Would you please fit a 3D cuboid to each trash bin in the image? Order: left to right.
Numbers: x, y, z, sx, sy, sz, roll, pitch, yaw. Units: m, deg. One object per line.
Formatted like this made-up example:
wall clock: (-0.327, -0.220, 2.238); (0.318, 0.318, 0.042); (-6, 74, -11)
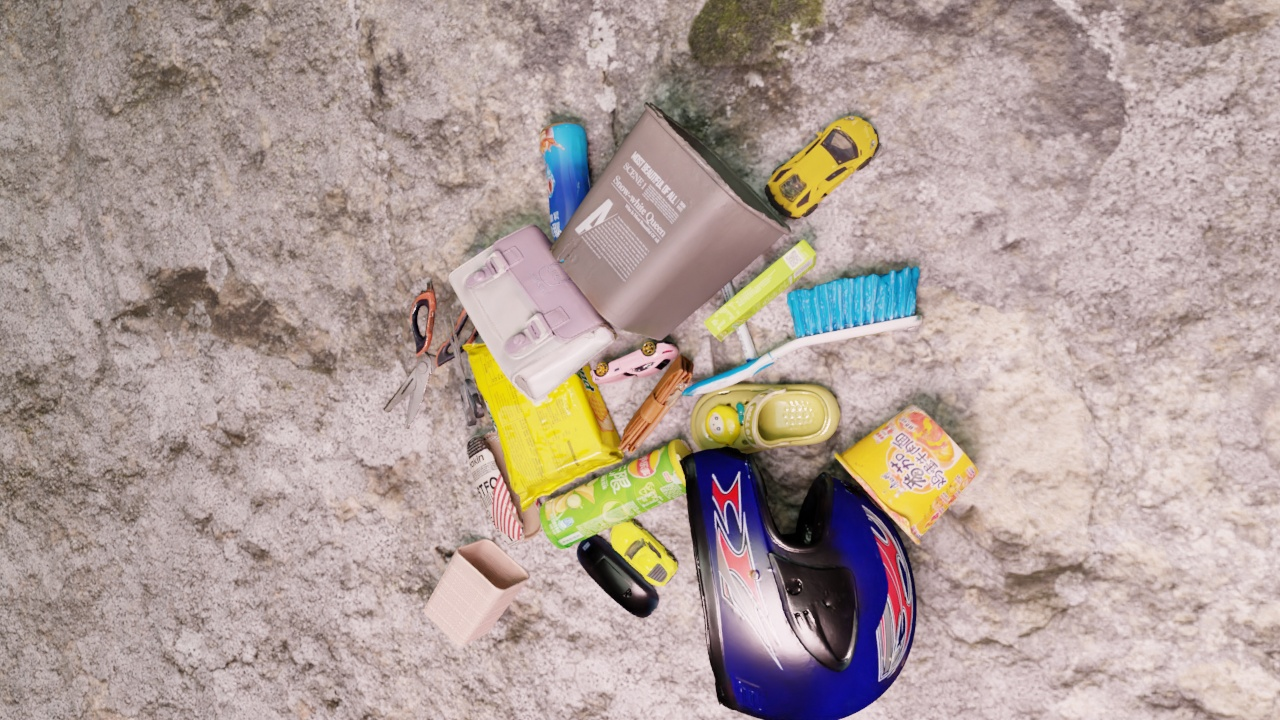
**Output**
trash bin: (0.028, -0.159, 1.131); (0.220, 0.198, 0.199); (-46, 64, 17)

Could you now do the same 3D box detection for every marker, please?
marker: (0.123, -0.062, 1.190); (0.017, 0.017, 0.145); (-21, 81, 18)

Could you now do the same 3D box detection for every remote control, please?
remote control: (-0.034, 0.290, 1.231); (0.136, 0.024, 0.053); (41, 100, 17)

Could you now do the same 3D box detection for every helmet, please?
helmet: (0.182, 0.243, 1.040); (0.240, 0.247, 0.315); (-9, 81, 1)

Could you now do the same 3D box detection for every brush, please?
brush: (0.193, -0.034, 1.137); (0.315, 0.060, 0.109); (-11, 89, 15)

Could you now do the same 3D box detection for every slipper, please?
slipper: (0.150, 0.070, 1.143); (0.191, 0.081, 0.091); (-7, 83, 17)

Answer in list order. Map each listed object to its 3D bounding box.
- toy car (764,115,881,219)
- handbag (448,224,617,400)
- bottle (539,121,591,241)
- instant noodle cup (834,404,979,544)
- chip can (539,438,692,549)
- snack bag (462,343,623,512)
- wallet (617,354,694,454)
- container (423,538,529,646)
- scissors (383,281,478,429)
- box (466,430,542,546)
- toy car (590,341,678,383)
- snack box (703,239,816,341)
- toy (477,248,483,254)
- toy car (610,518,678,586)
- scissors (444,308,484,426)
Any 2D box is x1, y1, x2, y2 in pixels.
toy car: (0.226, -0.243, 1.146); (0.156, 0.041, 0.071); (-39, 77, 13)
handbag: (-0.142, -0.068, 1.189); (0.145, 0.098, 0.197); (-35, 62, -2)
bottle: (-0.094, -0.210, 1.248); (0.065, 0.065, 0.218); (-9, 85, 19)
instant noodle cup: (0.312, 0.126, 1.059); (0.110, 0.138, 0.138); (-42, 75, 6)
chip can: (-0.030, 0.179, 1.208); (0.222, 0.072, 0.072); (-27, 79, 17)
snack bag: (-0.133, 0.060, 1.239); (0.158, 0.068, 0.246); (-24, 77, 7)
wallet: (0.021, 0.056, 1.178); (0.031, 0.107, 0.132); (36, 101, -2)
container: (-0.230, 0.322, 1.270); (0.090, 0.090, 0.111); (38, 103, 17)
scissors: (-0.310, -0.011, 1.348); (0.190, 0.015, 0.221); (-13, 85, 19)
box: (-0.187, 0.177, 1.286); (0.075, 0.080, 0.163); (-40, 75, 47)
toy car: (-0.007, 0.007, 1.215); (0.122, 0.056, 0.037); (-23, 75, 18)
snack box: (0.148, -0.084, 1.134); (0.156, 0.085, 0.026); (-40, 80, 6)
toy: (-0.180, -0.123, 1.291); (0.108, 0.039, 0.084); (-5, 84, 15)
toy car: (0.001, 0.254, 1.216); (0.105, 0.032, 0.048); (42, 102, 18)
scissors: (-0.248, 0.017, 1.282); (0.160, 0.014, 0.181); (97, 152, -42)
